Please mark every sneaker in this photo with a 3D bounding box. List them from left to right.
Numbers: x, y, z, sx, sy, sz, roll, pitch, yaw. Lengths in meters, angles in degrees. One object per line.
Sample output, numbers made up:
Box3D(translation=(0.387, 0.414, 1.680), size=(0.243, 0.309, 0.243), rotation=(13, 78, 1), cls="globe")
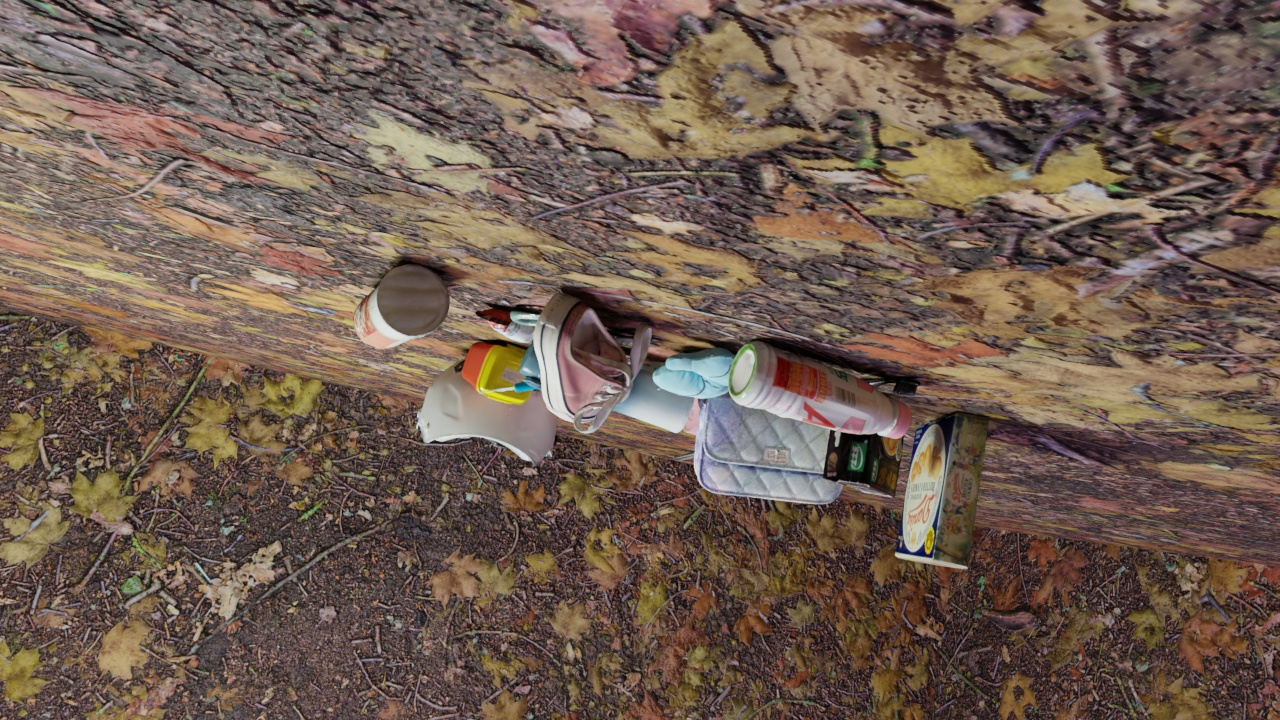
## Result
Box3D(translation=(-0.047, 0.014, 0.962), size=(0.088, 0.118, 0.241), rotation=(25, 159, 15), cls="sneaker")

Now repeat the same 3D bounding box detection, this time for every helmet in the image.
Box3D(translation=(-0.237, 0.068, 1.474), size=(0.229, 0.146, 0.258), rotation=(13, -179, -3), cls="helmet")

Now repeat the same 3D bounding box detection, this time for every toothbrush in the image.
Box3D(translation=(-0.007, 0.007, 1.210), size=(0.188, 0.016, 0.017), rotation=(5, 177, 37), cls="toothbrush")
Box3D(translation=(0.240, 0.029, 1.024), size=(0.014, 0.017, 0.189), rotation=(27, 167, -25), cls="toothbrush")

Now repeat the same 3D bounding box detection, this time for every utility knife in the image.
Box3D(translation=(-0.132, 0.029, 1.267), size=(0.204, 0.018, 0.034), rotation=(-11, -179, -4), cls="utility knife")

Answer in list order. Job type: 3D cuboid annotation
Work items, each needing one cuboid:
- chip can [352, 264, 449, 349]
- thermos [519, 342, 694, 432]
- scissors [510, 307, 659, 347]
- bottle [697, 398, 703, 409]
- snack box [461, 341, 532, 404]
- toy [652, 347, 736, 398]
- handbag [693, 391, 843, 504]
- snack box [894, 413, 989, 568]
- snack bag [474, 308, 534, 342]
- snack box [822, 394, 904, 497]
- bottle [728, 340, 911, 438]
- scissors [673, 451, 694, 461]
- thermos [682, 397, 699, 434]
Box3D(translation=(-0.262, -0.053, 0.990), size=(0.071, 0.071, 0.215), rotation=(15, 171, -22), cls="chip can")
Box3D(translation=(-0.042, 0.029, 1.155), size=(0.220, 0.070, 0.070), rotation=(19, 170, -14), cls="thermos")
Box3D(translation=(-0.063, -0.029, 1.053), size=(0.175, 0.019, 0.176), rotation=(11, 170, -5), cls="scissors")
Box3D(translation=(0.136, 0.074, 1.273), size=(0.068, 0.068, 0.189), rotation=(6, 169, 31), cls="bottle")
Box3D(translation=(-0.204, 0.013, 1.322), size=(0.091, 0.082, 0.080), rotation=(21, -179, -40), cls="snack box")
Box3D(translation=(0.068, 0.016, 1.053), size=(0.157, 0.049, 0.161), rotation=(-7, 166, 40), cls="toy")
Box3D(translation=(0.168, 0.107, 1.157), size=(0.194, 0.134, 0.075), rotation=(5, -174, -5), cls="handbag")
Box3D(translation=(0.379, 0.166, 1.162), size=(0.046, 0.182, 0.178), rotation=(12, 171, 3), cls="snack box")
Box3D(translation=(-0.151, -0.040, 1.069), size=(0.048, 0.026, 0.104), rotation=(22, 174, 18), cls="snack bag")
Box3D(translation=(0.275, 0.101, 1.110), size=(0.053, 0.113, 0.125), rotation=(5, 169, 33), cls="snack box")
Box3D(translation=(0.190, 0.037, 0.951), size=(0.196, 0.068, 0.068), rotation=(17, 170, -20), cls="bottle")
Box3D(translation=(0.137, 0.121, 1.275), size=(0.150, 0.014, 0.171), rotation=(10, 149, -42), cls="scissors")
Box3D(translation=(0.167, 0.096, 1.402), size=(0.198, 0.067, 0.087), rotation=(16, 144, -21), cls="thermos")
